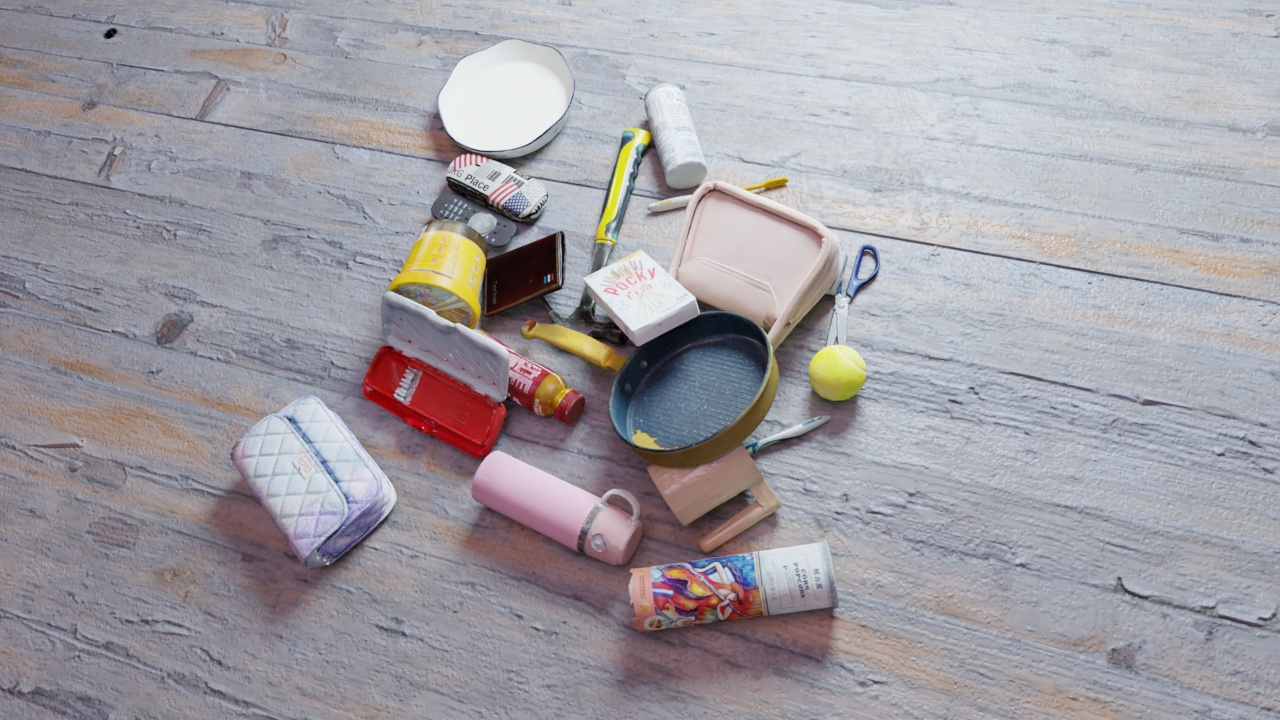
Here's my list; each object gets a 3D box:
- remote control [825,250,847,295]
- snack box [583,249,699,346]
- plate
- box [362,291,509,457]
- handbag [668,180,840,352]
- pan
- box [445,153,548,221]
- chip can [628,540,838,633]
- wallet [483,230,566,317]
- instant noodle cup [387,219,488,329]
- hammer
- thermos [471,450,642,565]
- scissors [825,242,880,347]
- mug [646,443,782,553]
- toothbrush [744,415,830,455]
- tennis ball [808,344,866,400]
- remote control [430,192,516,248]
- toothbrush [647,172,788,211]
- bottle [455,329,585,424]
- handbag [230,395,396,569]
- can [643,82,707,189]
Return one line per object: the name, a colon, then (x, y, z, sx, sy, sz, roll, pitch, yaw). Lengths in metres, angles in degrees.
remote control: (0.188, -0.122, 1.151, 0.135, 0.019, 0.056, 15, 75, 24)
snack box: (-0.002, -0.077, 1.098, 0.084, 0.027, 0.157, -28, 37, -10)
plate: (-0.192, -0.377, 1.337, 0.205, 0.045, 0.204, -4, 66, 9)
box: (-0.250, 0.016, 1.132, 0.201, 0.058, 0.161, 25, 110, 21)
handbag: (0.115, -0.083, 1.113, 0.193, 0.093, 0.234, 26, 88, 26)
pan: (-0.006, 0.006, 1.064, 0.358, 0.078, 0.197, 12, 58, 43)
box: (-0.201, -0.241, 1.282, 0.164, 0.052, 0.068, 29, 84, 23)
chip can: (0.098, 0.242, 0.979, 0.215, 0.071, 0.071, -9, 64, 7)
wallet: (-0.152, -0.112, 1.197, 0.122, 0.020, 0.096, -19, 52, 23)
instant noodle cup: (-0.256, -0.111, 1.190, 0.118, 0.118, 0.114, 3, 59, 12)
hammer: (-0.046, -0.173, 1.222, 0.126, 0.032, 0.322, 8, 67, 13)
thermos: (-0.093, 0.161, 1.049, 0.199, 0.067, 0.087, 21, 106, 21)
scissors: (0.239, -0.077, 1.133, 0.133, 0.012, 0.172, 37, 77, 22)
mug: (0.082, 0.140, 1.022, 0.103, 0.084, 0.124, -33, 99, 1)
toothbrush: (0.134, 0.105, 1.067, 0.191, 0.016, 0.018, -22, 73, 0)
tennis ball: (0.228, 0.014, 1.062, 0.065, 0.065, 0.065, -4, 65, 9)
remote control: (-0.229, -0.191, 1.269, 0.136, 0.024, 0.053, 28, 72, 20)
toothbrush: (0.102, -0.225, 1.226, 0.191, 0.016, 0.018, -11, 53, 5)
bottle: (-0.149, 0.022, 1.135, 0.175, 0.057, 0.057, 28, 73, 21)
handbag: (-0.400, 0.141, 1.119, 0.134, 0.075, 0.194, -42, 64, -10)
can: (0.046, -0.306, 1.251, 0.058, 0.058, 0.146, -16, 63, 3)
